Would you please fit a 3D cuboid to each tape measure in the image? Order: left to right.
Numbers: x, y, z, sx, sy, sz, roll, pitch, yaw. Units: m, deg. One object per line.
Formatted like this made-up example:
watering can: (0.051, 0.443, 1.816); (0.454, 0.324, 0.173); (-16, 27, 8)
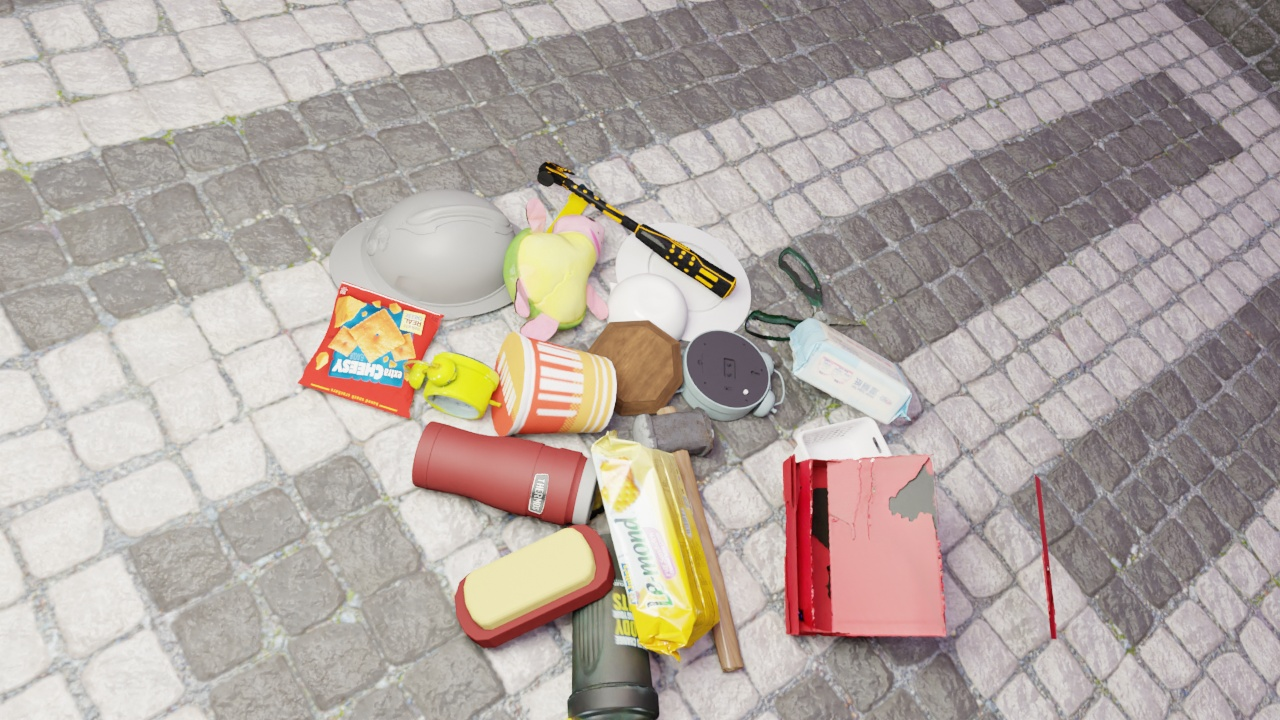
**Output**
tape measure: (-0.068, 0.159, 1.091); (0.061, 0.034, 0.061); (16, 58, -10)

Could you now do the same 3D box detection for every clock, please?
clock: (-0.222, 0.024, 1.077); (0.119, 0.083, 0.057); (33, 62, -33)
clock: (0.122, 0.023, 1.241); (0.159, 0.045, 0.122); (12, 57, -15)

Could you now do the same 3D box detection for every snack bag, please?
snack bag: (-0.319, -0.014, 1.099); (0.130, 0.039, 0.143); (19, 62, -11)
snack bag: (0.023, 0.202, 1.011); (0.068, 0.159, 0.247); (-19, 74, 10)

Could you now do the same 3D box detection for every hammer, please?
hammer: (-0.003, -0.185, 1.290); (0.320, 0.036, 0.123); (32, 17, -7)
hammer: (0.071, 0.208, 1.111); (0.098, 0.052, 0.328); (-5, 65, -23)

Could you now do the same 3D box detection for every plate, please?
plate: (-0.007, 0.007, 1.182); (0.131, 0.025, 0.131); (0, 80, -3)
plate: (0.066, -0.119, 1.324); (0.208, 0.015, 0.208); (9, 57, -15)

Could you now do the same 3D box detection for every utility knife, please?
utility knife: (-0.123, -0.174, 1.285); (0.030, 0.019, 0.224); (28, 53, 3)

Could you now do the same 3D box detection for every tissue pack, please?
tissue pack: (0.292, 0.017, 1.271); (0.182, 0.070, 0.112); (29, 19, -7)

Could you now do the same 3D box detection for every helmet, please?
helmet: (-0.252, -0.157, 1.164); (0.270, 0.118, 0.183); (-8, 63, -23)

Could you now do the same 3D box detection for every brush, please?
brush: (-0.115, 0.235, 0.975); (0.173, 0.042, 0.082); (-24, 51, -4)

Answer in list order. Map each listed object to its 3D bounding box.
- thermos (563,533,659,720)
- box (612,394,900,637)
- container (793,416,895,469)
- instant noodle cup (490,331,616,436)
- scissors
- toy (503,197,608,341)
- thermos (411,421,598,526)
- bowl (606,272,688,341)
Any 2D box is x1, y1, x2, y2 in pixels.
thermos: (-0.035, 0.302, 0.985); (0.098, 0.098, 0.220); (6, 55, -17)
box: (0.147, 0.187, 0.992); (0.478, 0.171, 0.214); (30, 58, -56)
container: (0.265, 0.130, 1.226); (0.129, 0.050, 0.080); (-10, 64, -26)
instant noodle cup: (-0.103, 0.035, 1.109); (0.121, 0.124, 0.123); (8, 57, -25)
scissors: (0.227, -0.075, 1.359); (0.203, 0.015, 0.201); (-19, 66, -30)
toy: (-0.111, -0.117, 1.192); (0.190, 0.088, 0.237); (52, 39, -26)
thermos: (-0.147, 0.124, 1.041); (0.198, 0.084, 0.108); (13, 16, 2)
bowl: (0.013, -0.073, 1.242); (0.114, 0.051, 0.114); (4, 66, -10)
